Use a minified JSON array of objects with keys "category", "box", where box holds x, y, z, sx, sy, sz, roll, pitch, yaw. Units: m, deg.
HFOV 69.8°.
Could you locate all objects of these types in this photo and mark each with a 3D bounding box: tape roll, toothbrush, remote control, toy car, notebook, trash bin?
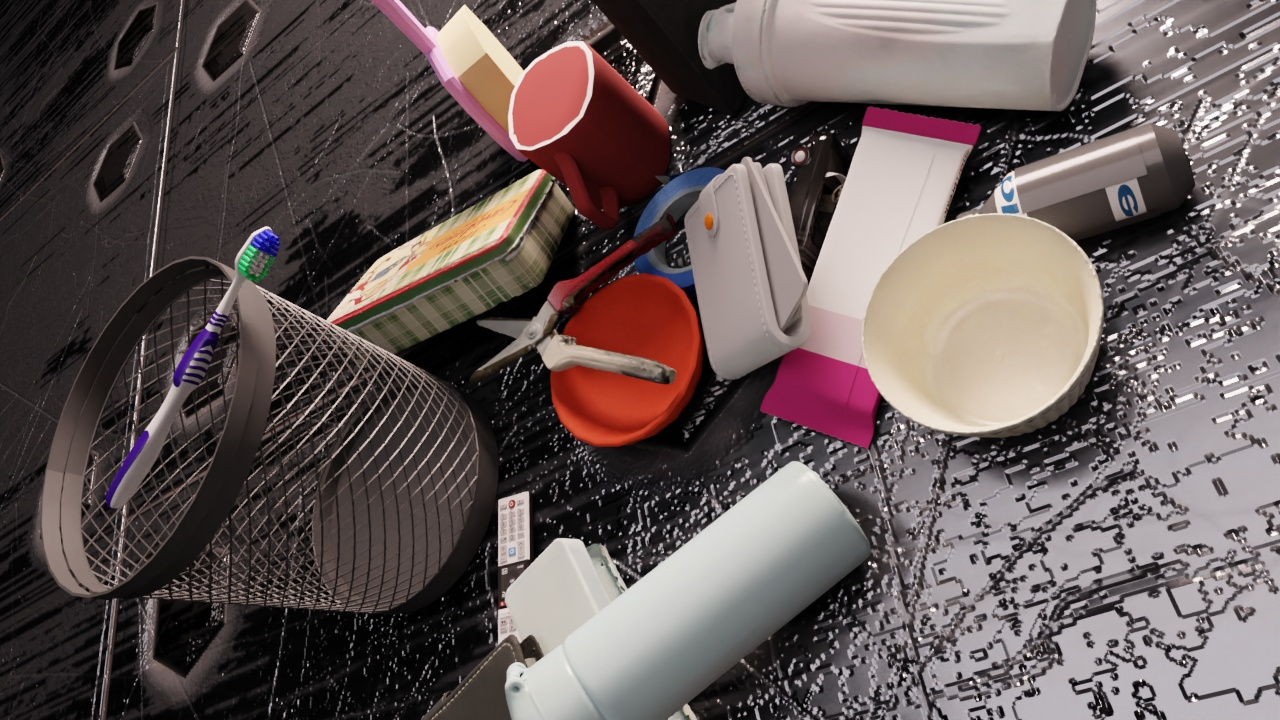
[{"category":"tape roll","box":[0.037,-0.090,0.643,0.091,0.016,0.093,6,75,39]},{"category":"toothbrush","box":[-0.257,0.006,0.526,0.016,0.015,0.186,32,92,36]},{"category":"remote control","box":[-0.086,0.154,0.637,0.028,0.011,0.124,-20,60,30]},{"category":"toy car","box":[0.111,-0.095,0.573,0.037,0.040,0.092,9,77,38]},{"category":"notebook","box":[-0.103,0.289,0.560,0.209,0.029,0.169,-47,50,25]},{"category":"trash bin","box":[-0.248,0.072,0.653,0.218,0.227,0.217,-15,63,32]}]

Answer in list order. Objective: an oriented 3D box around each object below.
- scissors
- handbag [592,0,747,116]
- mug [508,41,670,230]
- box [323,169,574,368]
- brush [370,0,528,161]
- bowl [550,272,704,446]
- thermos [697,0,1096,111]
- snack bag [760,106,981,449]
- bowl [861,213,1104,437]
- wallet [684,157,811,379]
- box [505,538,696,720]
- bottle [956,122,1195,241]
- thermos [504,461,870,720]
[{"category":"scissors","box":[-0.040,-0.024,0.627,0.199,0.015,0.179,-49,50,12]},{"category":"handbag","box":[0.054,-0.305,0.620,0.072,0.175,0.196,36,91,41]},{"category":"mug","box":[-0.036,-0.157,0.675,0.081,0.096,0.116,-17,62,31]},{"category":"box","box":[-0.154,-0.073,0.734,0.206,0.050,0.117,-19,34,30]},{"category":"brush","box":[-0.146,-0.246,0.712,0.043,0.228,0.089,-34,54,12]},{"category":"bowl","box":[-0.004,0.004,0.623,0.122,0.035,0.121,-16,63,32]},{"category":"thermos","box":[0.151,-0.197,0.560,0.221,0.099,0.099,18,83,35]},{"category":"snack bag","box":[0.134,-0.052,0.540,0.070,0.016,0.196,19,89,26]},{"category":"bowl","box":[0.180,-0.010,0.470,0.116,0.062,0.115,-16,62,32]},{"category":"wallet","box":[0.067,-0.058,0.543,0.115,0.037,0.118,144,119,-67]},{"category":"box","box":[-0.019,0.202,0.544,0.083,0.067,0.199,-33,53,-2]},{"category":"bottle","box":[0.223,-0.085,0.479,0.113,0.047,0.047,-16,62,31]},{"category":"thermos","box":[0.023,0.141,0.487,0.206,0.078,0.065,-38,7,-4]}]
